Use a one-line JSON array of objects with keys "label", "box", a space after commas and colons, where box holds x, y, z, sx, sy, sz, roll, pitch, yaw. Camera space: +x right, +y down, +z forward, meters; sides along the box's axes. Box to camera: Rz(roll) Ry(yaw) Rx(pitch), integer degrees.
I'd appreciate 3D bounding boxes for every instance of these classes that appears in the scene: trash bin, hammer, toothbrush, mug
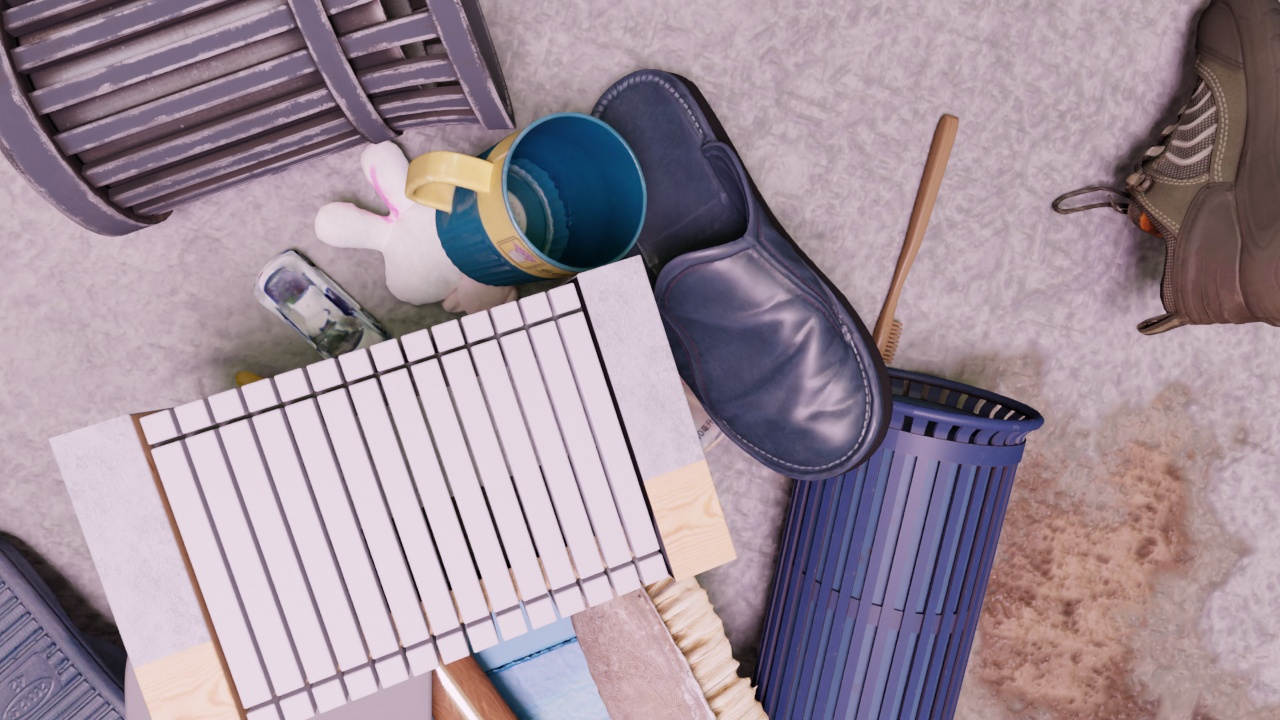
[{"label": "trash bin", "box": [-0.107, 0.060, 0.451, 0.246, 0.142, 0.142, -19, 94, -12]}, {"label": "hammer", "box": [-0.131, 0.203, 0.581, 0.158, 0.037, 0.301, -37, 91, -1]}, {"label": "trash bin", "box": [-0.201, -0.165, 0.477, 0.227, 0.164, 0.164, -19, 101, 1]}, {"label": "toothbrush", "box": [0.180, -0.078, 0.602, 0.016, 0.016, 0.167, 13, 99, -8]}, {"label": "mug", "box": [-0.072, -0.088, 0.502, 0.113, 0.107, 0.083, 11, 85, -32]}, {"label": "trash bin", "box": [0.148, 0.138, 0.575, 0.139, 0.139, 0.250, 8, 100, -8]}]

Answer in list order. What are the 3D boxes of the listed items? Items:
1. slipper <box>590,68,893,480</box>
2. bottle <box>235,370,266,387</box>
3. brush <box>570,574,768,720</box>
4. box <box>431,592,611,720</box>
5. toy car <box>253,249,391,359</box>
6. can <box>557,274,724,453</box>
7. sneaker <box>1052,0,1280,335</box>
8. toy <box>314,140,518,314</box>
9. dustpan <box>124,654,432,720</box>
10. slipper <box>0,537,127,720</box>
[{"label": "slipper", "box": [0.033, -0.048, 0.508, 0.109, 0.083, 0.265, -35, 78, 30]}, {"label": "bottle", "box": [-0.182, 0.045, 0.567, 0.146, 0.051, 0.051, 30, 95, -10]}, {"label": "brush", "box": [0.042, 0.241, 0.546, 0.083, 0.056, 0.271, -37, 77, 42]}, {"label": "box", "box": [-0.068, 0.195, 0.615, 0.231, 0.033, 0.174, -20, 94, -2]}, {"label": "toy car", "box": [-0.196, -0.028, 0.564, 0.090, 0.027, 0.039, 43, 91, -11]}, {"label": "can", "box": [-0.003, 0.003, 0.577, 0.135, 0.054, 0.054, 35, 94, -11]}, {"label": "sneaker", "box": [0.353, -0.115, 0.582, 0.101, 0.143, 0.237, 25, 63, -30]}, {"label": "toy", "box": [-0.128, -0.070, 0.559, 0.125, 0.037, 0.076, 36, 87, -16]}, {"label": "dustpan", "box": [-0.203, 0.160, 0.525, 0.163, 0.033, 0.258, 0, 99, -13]}, {"label": "slipper", "box": [-0.349, 0.217, 0.571, 0.101, 0.082, 0.263, -39, 82, -3]}]
